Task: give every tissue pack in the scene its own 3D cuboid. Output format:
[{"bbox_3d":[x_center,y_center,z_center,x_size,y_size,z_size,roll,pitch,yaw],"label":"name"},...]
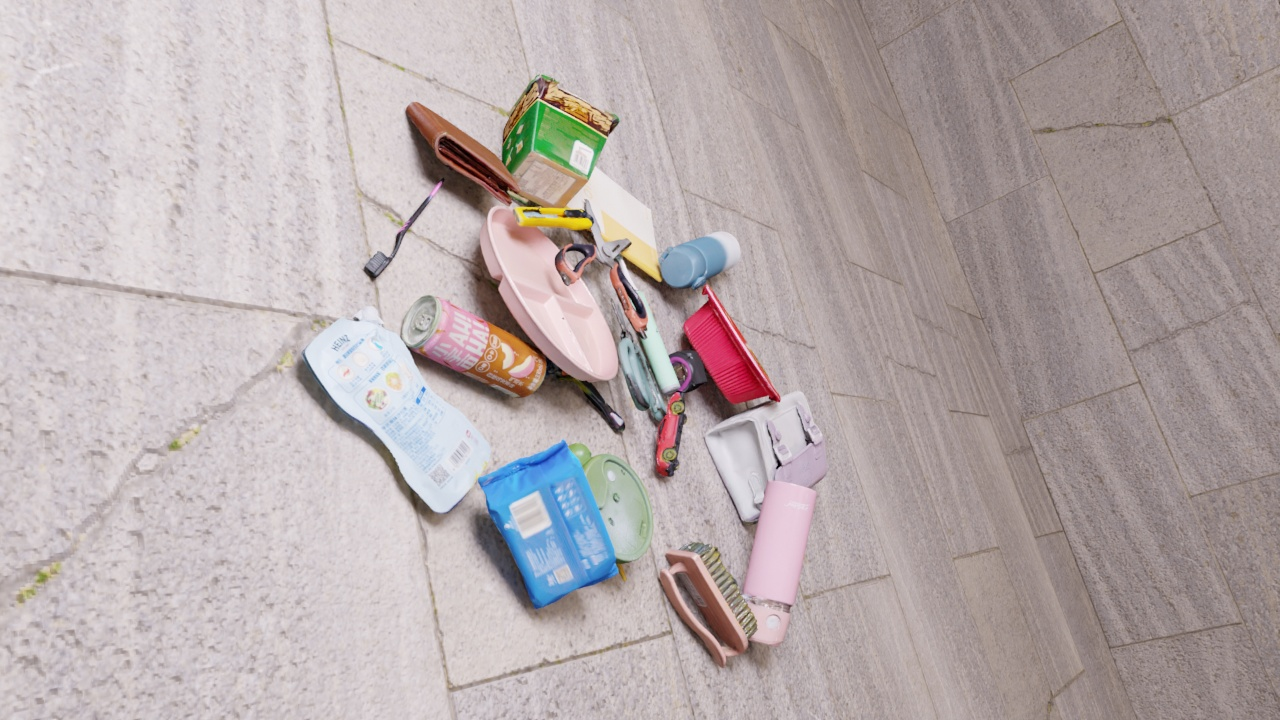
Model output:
[{"bbox_3d":[-0.084,0.156,0.866,0.157,0.095,0.052,70,-11,-22],"label":"tissue pack"}]

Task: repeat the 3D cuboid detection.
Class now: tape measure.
[{"bbox_3d":[0.055,0.015,1.215,0.039,0.058,0.057,-11,81,-51],"label":"tape measure"}]

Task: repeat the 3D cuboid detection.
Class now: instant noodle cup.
[{"bbox_3d":[0.120,-0.009,1.277,0.194,0.066,0.193,55,7,-11],"label":"instant noodle cup"}]

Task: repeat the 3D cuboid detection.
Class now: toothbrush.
[{"bbox_3d":[-0.238,-0.142,0.940,0.018,0.014,0.188,37,39,-17],"label":"toothbrush"},{"bbox_3d":[0.003,-0.059,1.215,0.027,0.027,0.224,4,60,-53],"label":"toothbrush"}]

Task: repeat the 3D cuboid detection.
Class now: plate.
[{"bbox_3d":[-0.102,-0.070,1.021,0.229,0.028,0.229,51,17,-22],"label":"plate"}]

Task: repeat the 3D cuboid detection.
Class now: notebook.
[{"bbox_3d":[-0.046,-0.208,1.256,0.206,0.010,0.145,33,37,-40],"label":"notebook"}]

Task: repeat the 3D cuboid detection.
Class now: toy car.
[{"bbox_3d":[0.038,0.090,1.137,0.049,0.031,0.106,73,28,-66],"label":"toy car"}]

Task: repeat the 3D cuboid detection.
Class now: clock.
[{"bbox_3d":[-0.054,0.152,0.963,0.161,0.056,0.115,44,37,-30],"label":"clock"}]

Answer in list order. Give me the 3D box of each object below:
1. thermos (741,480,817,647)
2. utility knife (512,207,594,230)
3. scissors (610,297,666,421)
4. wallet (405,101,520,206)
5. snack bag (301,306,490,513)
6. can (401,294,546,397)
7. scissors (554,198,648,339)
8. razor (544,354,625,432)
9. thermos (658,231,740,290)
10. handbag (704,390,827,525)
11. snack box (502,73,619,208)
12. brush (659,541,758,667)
[{"bbox_3d":[0.160,0.251,1.146,0.087,0.067,0.198,19,77,-11],"label":"thermos"},{"bbox_3d":[-0.099,-0.168,1.080,0.033,0.015,0.154,49,27,15],"label":"utility knife"},{"bbox_3d":[-0.007,0.006,1.115,0.178,0.019,0.173,-68,137,-76],"label":"scissors"},{"bbox_3d":[-0.196,-0.231,1.018,0.124,0.032,0.101,31,16,-44],"label":"wallet"},{"bbox_3d":[-0.214,0.041,0.824,0.191,0.039,0.110,52,39,-17],"label":"snack bag"},{"bbox_3d":[-0.163,-0.012,0.916,0.147,0.058,0.057,30,46,-43],"label":"can"},{"bbox_3d":[-0.049,-0.123,1.135,0.188,0.015,0.222,17,45,-51],"label":"scissors"},{"bbox_3d":[-0.061,0.037,1.066,0.143,0.022,0.042,47,38,-27],"label":"razor"},{"bbox_3d":[0.089,-0.147,1.350,0.070,0.070,0.220,63,25,-3],"label":"thermos"},{"bbox_3d":[0.190,0.133,1.303,0.196,0.099,0.145,-18,89,-58],"label":"handbag"},{"bbox_3d":[-0.104,-0.251,1.106,0.118,0.118,0.105,23,55,-25],"label":"snack box"},{"bbox_3d":[0.080,0.284,1.070,0.072,0.063,0.145,-36,102,-28],"label":"brush"}]
